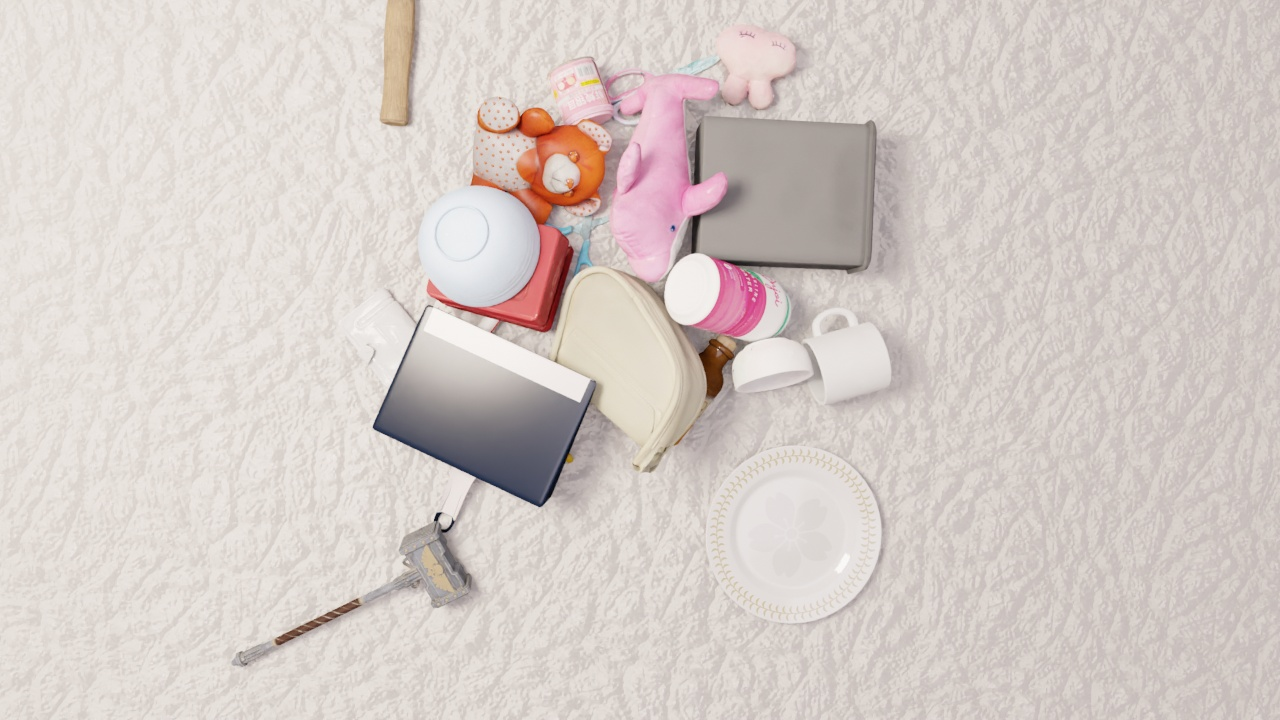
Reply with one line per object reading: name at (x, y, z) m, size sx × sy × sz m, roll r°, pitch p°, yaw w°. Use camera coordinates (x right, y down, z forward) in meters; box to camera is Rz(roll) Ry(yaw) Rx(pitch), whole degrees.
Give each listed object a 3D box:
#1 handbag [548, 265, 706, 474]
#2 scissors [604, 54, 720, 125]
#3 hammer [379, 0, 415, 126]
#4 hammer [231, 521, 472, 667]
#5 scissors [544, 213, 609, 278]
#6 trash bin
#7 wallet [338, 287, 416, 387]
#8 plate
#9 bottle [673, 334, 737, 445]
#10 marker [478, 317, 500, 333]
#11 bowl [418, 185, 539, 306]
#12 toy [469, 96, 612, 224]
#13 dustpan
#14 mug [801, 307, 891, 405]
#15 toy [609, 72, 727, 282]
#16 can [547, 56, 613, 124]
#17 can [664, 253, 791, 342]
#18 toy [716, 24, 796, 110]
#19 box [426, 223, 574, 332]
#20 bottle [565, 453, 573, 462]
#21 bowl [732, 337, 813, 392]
handbag at (-0.007, 0.007, 1.170) m, size 0.229 × 0.131 × 0.184 m, roll 43°, pitch 106°, yaw 29°
scissors at (0.035, -0.370, 1.223) m, size 0.174 × 0.017 × 0.076 m, roll -25°, pitch 90°, yaw -7°
hammer at (-0.303, -0.457, 1.181) m, size 0.132 × 0.040 × 0.305 m, roll 4°, pitch 92°, yaw -2°
hammer at (-0.385, 0.323, 1.189) m, size 0.322 × 0.044 × 0.098 m, roll -26°, pitch 105°, yaw 1°
scissors at (-0.081, -0.155, 1.218) m, size 0.136 × 0.015 × 0.126 m, roll -23°, pitch 93°, yaw -1°
trash bin at (0.183, -0.215, 1.196) m, size 0.220 × 0.097 × 0.192 m, roll 2°, pitch 91°, yaw -4°
wallet at (-0.329, -0.029, 1.191) m, size 0.086 × 0.032 × 0.116 m, roll -43°, pitch 95°, yaw -4°
plate at (0.208, 0.236, 1.249) m, size 0.242 × 0.016 × 0.242 m, roll 0°, pitch 92°, yaw -5°
bottle at (0.068, 0.032, 1.207) m, size 0.068 × 0.068 × 0.157 m, roll 39°, pitch 88°, yaw -5°
marker at (-0.182, -0.071, 1.208) m, size 0.019 × 0.019 × 0.145 m, roll 36°, pitch 88°, yaw -5°
bowl at (-0.202, -0.144, 1.092) m, size 0.151 × 0.074 × 0.150 m, roll -1°, pitch 83°, yaw 10°
toy at (-0.129, -0.248, 1.165) m, size 0.172 × 0.092 × 0.164 m, roll 9°, pitch 122°, yaw -5°
dustpan at (-0.212, 0.102, 1.172) m, size 0.236 × 0.080 × 0.273 m, roll 24°, pitch 92°, yaw 4°
mug at (0.266, -0.010, 1.210) m, size 0.090 × 0.091 × 0.121 m, roll -15°, pitch 94°, yaw -4°
toy at (0.010, -0.232, 1.129) m, size 0.187 × 0.127 × 0.265 m, roll 3°, pitch 85°, yaw 39°
can at (-0.077, -0.343, 1.185) m, size 0.067 × 0.067 × 0.076 m, roll -20°, pitch 93°, yaw -4°
can at (0.112, -0.076, 1.161) m, size 0.165 × 0.088 × 0.088 m, roll 12°, pitch 90°, yaw -44°
toy at (0.149, -0.387, 1.214) m, size 0.108 × 0.053 × 0.105 m, roll 9°, pitch 106°, yaw -6°
box at (-0.176, -0.113, 1.167) m, size 0.158 × 0.086 × 0.129 m, roll 14°, pitch 87°, yaw 10°
bottle at (-0.143, 0.084, 1.199) m, size 0.146 × 0.051 × 0.051 m, roll 42°, pitch 88°, yaw -5°
bowl at (0.169, 0.004, 1.199) m, size 0.105 × 0.105 × 0.054 m, roll -11°, pitch 76°, yaw -5°
